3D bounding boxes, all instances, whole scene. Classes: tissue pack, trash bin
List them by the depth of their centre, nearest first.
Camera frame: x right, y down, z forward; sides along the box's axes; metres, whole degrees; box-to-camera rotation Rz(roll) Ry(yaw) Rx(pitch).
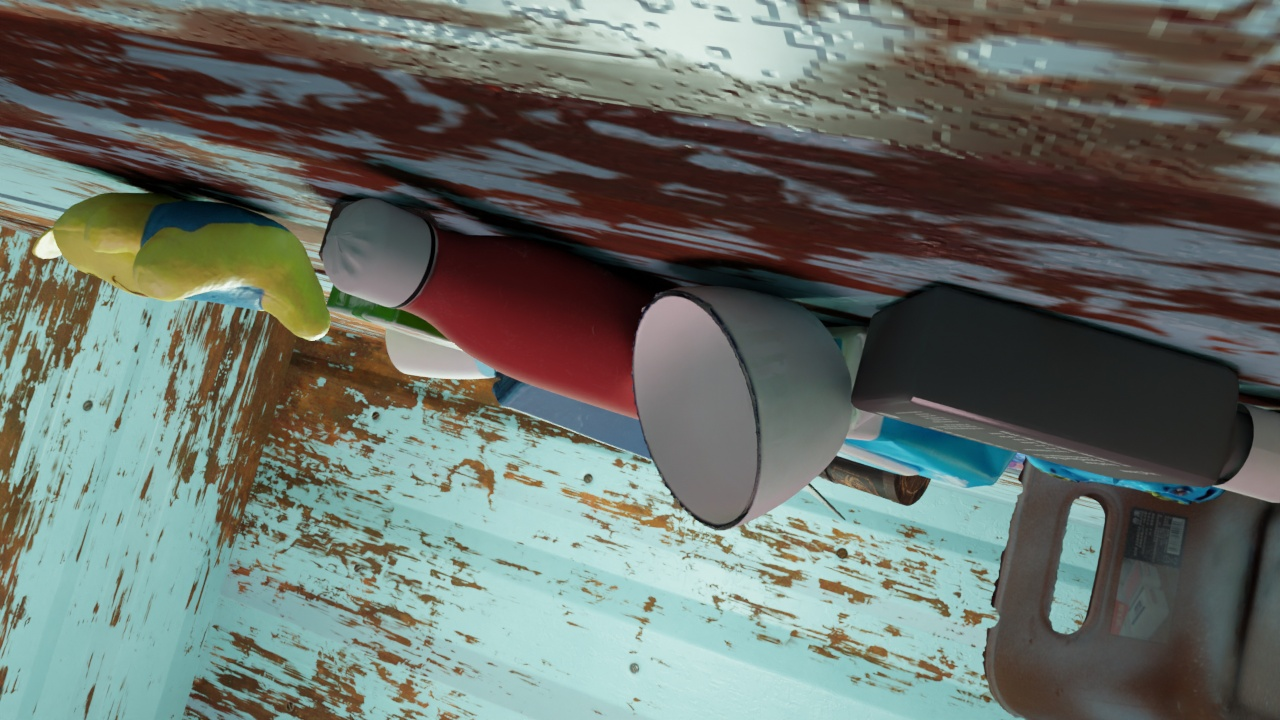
[{"bbox_3d":[0.318,0.129,0.442,0.157,0.181,0.260,14,175,-10],"label":"trash bin"},{"bbox_3d":[0.110,0.020,0.543,0.117,0.066,0.209,19,176,-25],"label":"tissue pack"}]

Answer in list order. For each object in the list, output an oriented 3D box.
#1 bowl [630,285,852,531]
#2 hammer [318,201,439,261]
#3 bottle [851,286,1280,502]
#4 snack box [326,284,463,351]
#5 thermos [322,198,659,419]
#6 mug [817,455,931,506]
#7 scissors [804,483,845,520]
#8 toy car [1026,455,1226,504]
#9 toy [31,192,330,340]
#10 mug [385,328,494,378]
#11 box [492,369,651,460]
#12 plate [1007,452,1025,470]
[{"bbox_3d":[0.050,0.018,0.441,0.065,0.116,0.116,-13,-171,-26],"label":"bowl"},{"bbox_3d":[-0.058,-0.035,0.600,0.314,0.035,0.138,19,175,-43],"label":"hammer"},{"bbox_3d":[0.184,0.019,0.375,0.174,0.046,0.084,15,175,-1],"label":"bottle"},{"bbox_3d":[-0.101,-0.016,0.592,0.168,0.027,0.132,18,176,-35],"label":"snack box"},{"bbox_3d":[-0.051,-0.023,0.474,0.073,0.073,0.239,11,173,44],"label":"thermos"},{"bbox_3d":[0.228,0.093,0.898,0.107,0.080,0.115,13,170,43],"label":"mug"},{"bbox_3d":[0.124,0.078,0.893,0.225,0.016,0.230,40,158,2],"label":"scissors"},{"bbox_3d":[0.232,0.038,0.445,0.032,0.048,0.105,22,175,-27],"label":"toy car"},{"bbox_3d":[-0.340,-0.081,0.685,0.214,0.084,0.148,14,175,39],"label":"toy"},{"bbox_3d":[-0.173,-0.034,0.817,0.088,0.080,0.114,7,142,24],"label":"mug"},{"bbox_3d":[-0.018,0.011,0.813,0.231,0.094,0.112,23,-144,-38],"label":"box"},{"bbox_3d":[0.348,0.085,0.803,0.187,0.016,0.186,11,174,41],"label":"plate"}]
